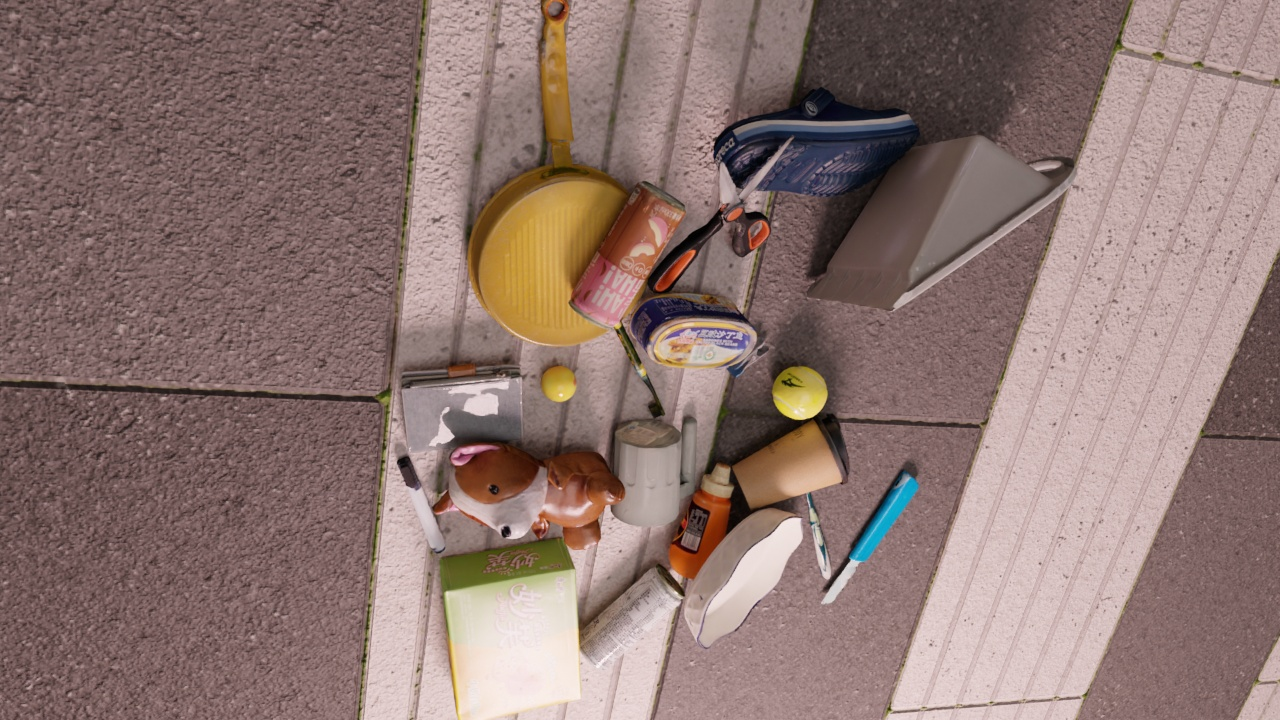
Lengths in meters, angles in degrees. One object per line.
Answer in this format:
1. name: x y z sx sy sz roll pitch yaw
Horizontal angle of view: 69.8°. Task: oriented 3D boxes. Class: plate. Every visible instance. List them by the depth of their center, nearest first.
1. plate: 0.127 0.268 1.155 0.204 0.045 0.205 -38 150 -27

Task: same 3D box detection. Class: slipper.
1. slipper: 0.180 -0.237 0.981 0.252 0.105 0.095 -11 72 -29

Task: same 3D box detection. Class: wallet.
1. wallet: -0.195 0.049 1.012 0.129 0.037 0.107 -6 125 -15

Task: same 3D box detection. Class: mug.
1. mug: 0.021 0.128 1.100 0.123 0.084 0.103 -18 119 -40

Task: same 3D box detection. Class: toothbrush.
1. toothbrush: -0.006 0.006 1.041 0.017 0.012 0.186 -24 134 2
2. toothbrush: 0.238 0.225 1.238 0.016 0.018 0.192 -22 117 -8

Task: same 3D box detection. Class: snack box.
1. snack box: -0.158 0.333 1.128 0.157 0.070 0.210 -7 115 -15

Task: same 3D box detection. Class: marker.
1. marker: -0.251 0.168 1.054 0.018 0.022 0.131 -14 116 1

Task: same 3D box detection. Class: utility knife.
1. utility knife: 0.316 0.251 1.273 0.034 0.018 0.223 26 102 -27

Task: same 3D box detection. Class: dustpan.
1. dustpan: 0.339 -0.142 1.002 0.142 0.223 0.258 28 91 -14

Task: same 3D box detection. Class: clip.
1. clip: 0.128 -0.005 1.099 0.058 0.025 0.036 -35 125 -7

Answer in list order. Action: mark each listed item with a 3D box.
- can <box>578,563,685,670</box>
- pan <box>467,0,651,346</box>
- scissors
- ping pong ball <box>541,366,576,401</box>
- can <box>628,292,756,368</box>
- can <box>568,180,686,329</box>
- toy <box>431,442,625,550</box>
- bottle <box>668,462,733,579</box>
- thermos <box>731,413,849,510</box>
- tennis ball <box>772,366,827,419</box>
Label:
1. can: -0.014 0.331 1.180 0.147 0.058 0.058 -43 118 3
2. pan: -0.082 -0.184 0.942 0.197 0.078 0.358 -8 121 -20
3. scissors: 0.088 -0.146 0.953 0.221 0.021 0.232 -41 160 20
4. ping pong ball: -0.092 0.026 1.032 0.040 0.040 0.040 -7 114 -15
5. can: 0.061 -0.032 1.031 0.148 0.049 0.075 3 125 -34
6. can: -0.014 -0.106 0.931 0.058 0.058 0.147 25 106 -26
7. toy: -0.128 0.153 1.038 0.199 0.130 0.140 16 125 -15
8. bottle: 0.083 0.199 1.156 0.066 0.067 0.149 12 101 -22
9. thermos: 0.190 0.131 1.147 0.143 0.093 0.093 -23 118 2
10. tennis ball: 0.193 0.039 1.116 0.065 0.065 0.065 -7 114 -15
